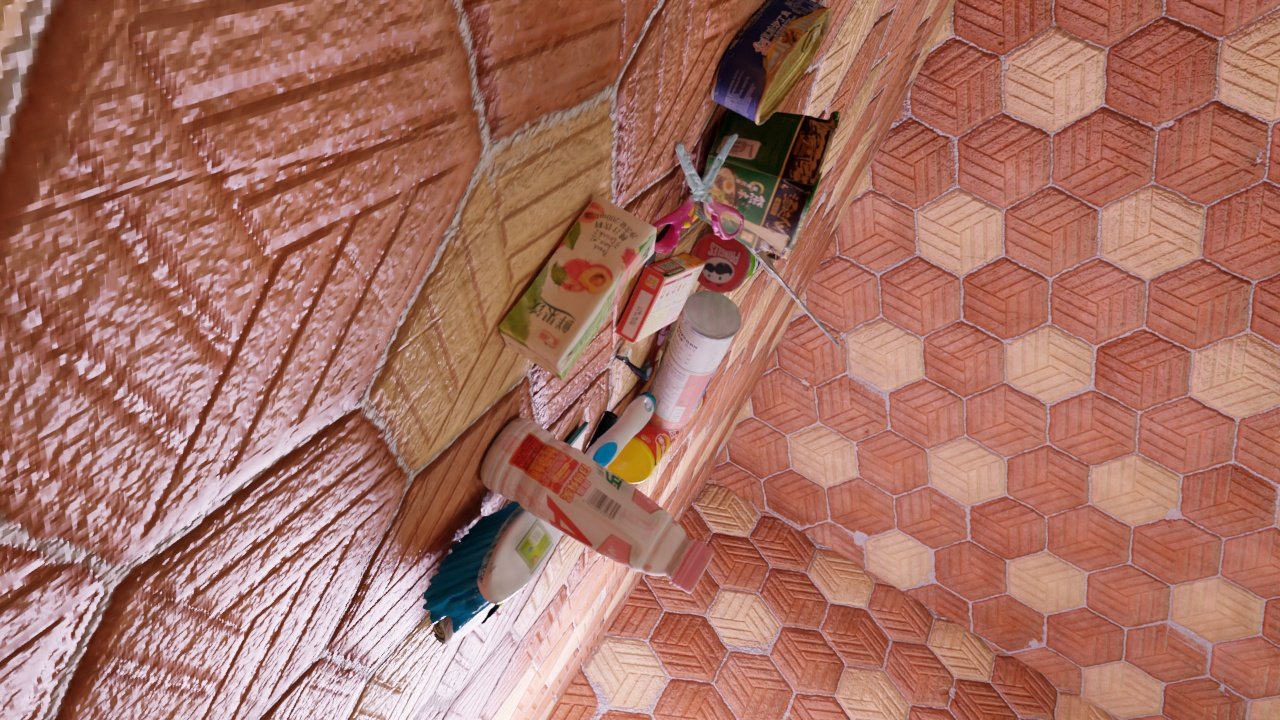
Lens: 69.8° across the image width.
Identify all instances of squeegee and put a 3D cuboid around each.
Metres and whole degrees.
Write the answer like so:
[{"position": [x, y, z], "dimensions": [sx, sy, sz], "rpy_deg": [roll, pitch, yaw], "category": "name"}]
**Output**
[{"position": [0.148, -0.168, 1.068], "dimensions": [0.039, 0.246, 0.246], "rpy_deg": [-24, -135, 30], "category": "squeegee"}]

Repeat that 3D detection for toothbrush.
[{"position": [0.028, -0.040, 1.105], "dimensions": [0.017, 0.016, 0.188], "rpy_deg": [-36, 156, -43], "category": "toothbrush"}, {"position": [-0.006, 0.006, 1.060], "dimensions": [0.181, 0.016, 0.018], "rpy_deg": [52, 59, -77], "category": "toothbrush"}]

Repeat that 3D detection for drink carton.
[{"position": [-0.043, -0.050, 0.642], "dimensions": [0.122, 0.053, 0.045], "rpy_deg": [-56, 169, -17], "category": "drink carton"}]

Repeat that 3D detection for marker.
[{"position": [-0.062, 0.121, 1.100], "dimensions": [0.132, 0.020, 0.022], "rpy_deg": [-63, 180, 15], "category": "marker"}, {"position": [0.035, -0.128, 0.898], "dimensions": [0.123, 0.015, 0.018], "rpy_deg": [-49, 161, -38], "category": "marker"}]

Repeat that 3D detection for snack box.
[{"position": [0.115, -0.176, 0.871], "dimensions": [0.118, 0.105, 0.118], "rpy_deg": [104, 6, -53], "category": "snack box"}, {"position": [0.023, -0.069, 0.972], "dimensions": [0.077, 0.027, 0.155], "rpy_deg": [-63, 169, 19], "category": "snack box"}]

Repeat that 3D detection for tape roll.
[{"position": [0.047, -0.050, 1.168], "dimensions": [0.085, 0.014, 0.086], "rpy_deg": [-56, 169, -18], "category": "tape roll"}]

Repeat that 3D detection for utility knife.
[{"position": [-0.145, 0.251, 1.069], "dimensions": [0.033, 0.015, 0.196], "rpy_deg": [-43, 180, 19], "category": "utility knife"}]

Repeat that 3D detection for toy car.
[{"position": [-0.160, 0.228, 0.863], "dimensions": [0.054, 0.037, 0.121], "rpy_deg": [-27, 152, -44], "category": "toy car"}]

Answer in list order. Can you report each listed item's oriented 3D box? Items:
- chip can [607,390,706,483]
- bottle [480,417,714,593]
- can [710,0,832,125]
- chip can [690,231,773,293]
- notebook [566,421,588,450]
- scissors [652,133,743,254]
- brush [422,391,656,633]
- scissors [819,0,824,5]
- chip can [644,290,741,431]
[{"position": [0.025, 0.089, 1.281], "dimensions": [0.216, 0.073, 0.073], "rpy_deg": [-44, 161, -56], "category": "chip can"}, {"position": [-0.034, 0.121, 0.748], "dimensions": [0.068, 0.197, 0.068], "rpy_deg": [-57, 170, -17], "category": "bottle"}, {"position": [0.117, -0.269, 0.807], "dimensions": [0.147, 0.049, 0.075], "rpy_deg": [-53, 168, -32], "category": "can"}, {"position": [0.129, -0.141, 1.150], "dimensions": [0.072, 0.072, 0.235], "rpy_deg": [-64, 169, 22], "category": "chip can"}, {"position": [-0.123, 0.173, 0.978], "dimensions": [0.208, 0.012, 0.151], "rpy_deg": [-50, 166, -42], "category": "notebook"}, {"position": [0.059, -0.145, 0.821], "dimensions": [0.134, 0.124, 0.017], "rpy_deg": [-57, -143, 34], "category": "scissors"}, {"position": [-0.077, 0.124, 0.843], "dimensions": [0.110, 0.060, 0.313], "rpy_deg": [-29, -168, 31], "category": "brush"}, {"position": [0.160, -0.324, 0.961], "dimensions": [0.140, 0.014, 0.174], "rpy_deg": [-44, 161, -59], "category": "scissors"}, {"position": [0.059, 0.007, 1.145], "dimensions": [0.071, 0.071, 0.215], "rpy_deg": [-52, 170, -36], "category": "chip can"}]
